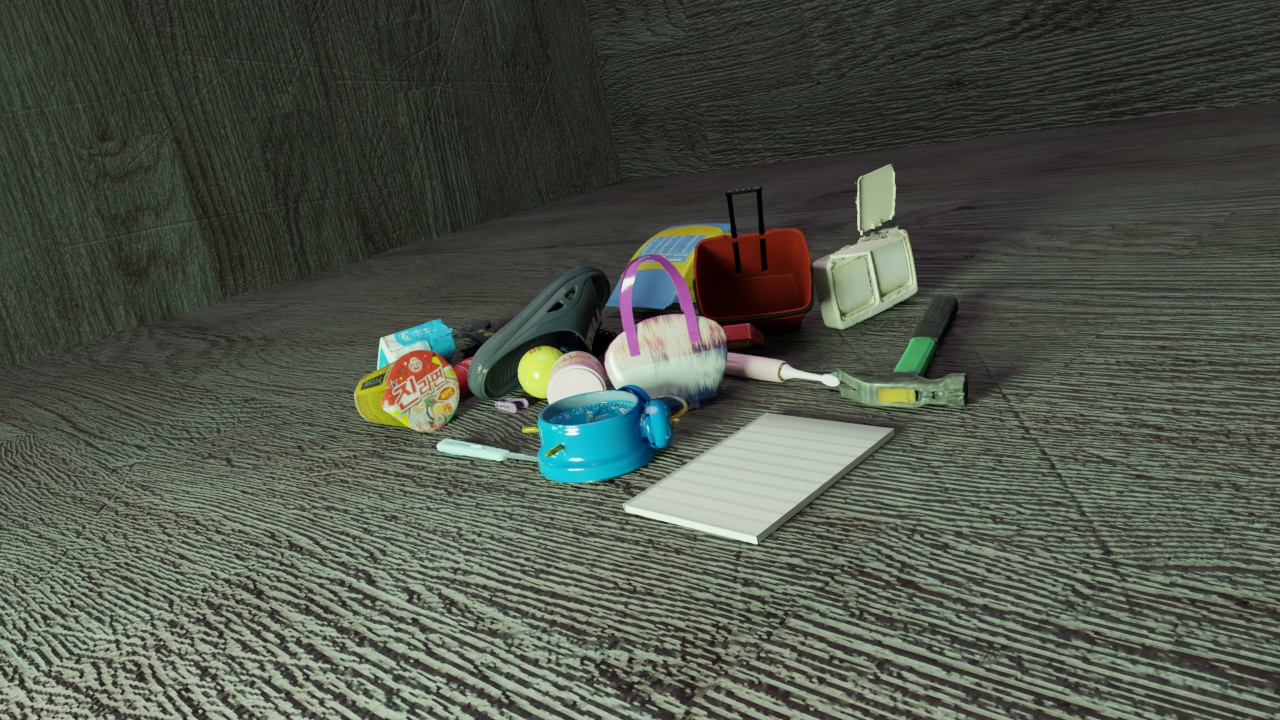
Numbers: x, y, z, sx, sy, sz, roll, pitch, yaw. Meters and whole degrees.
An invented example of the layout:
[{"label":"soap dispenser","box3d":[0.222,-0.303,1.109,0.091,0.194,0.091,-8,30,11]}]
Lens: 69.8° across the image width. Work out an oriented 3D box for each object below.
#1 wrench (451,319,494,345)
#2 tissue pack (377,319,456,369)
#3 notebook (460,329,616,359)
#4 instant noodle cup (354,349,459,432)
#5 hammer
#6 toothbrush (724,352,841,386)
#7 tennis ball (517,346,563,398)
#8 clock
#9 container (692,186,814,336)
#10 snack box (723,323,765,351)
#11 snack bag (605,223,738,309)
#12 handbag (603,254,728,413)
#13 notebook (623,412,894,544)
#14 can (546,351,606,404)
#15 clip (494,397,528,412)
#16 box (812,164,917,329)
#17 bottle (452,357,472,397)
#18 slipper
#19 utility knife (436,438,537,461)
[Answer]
[{"label":"wrench","box3d":[-0.239,-0.035,1.422,0.073,0.022,0.274,-15,15,-23]},{"label":"tissue pack","box3d":[-0.313,0.002,1.259,0.092,0.061,0.145,-22,-19,-30]},{"label":"notebook","box3d":[-0.153,-0.021,1.377,0.168,0.019,0.232,-21,18,-25]},{"label":"instant noodle cup","box3d":[-0.298,0.042,1.148,0.113,0.100,0.100,-9,13,46]},{"label":"hammer","box3d":[0.307,-0.017,1.002,0.130,0.032,0.317,-4,17,28]},{"label":"toothbrush","box3d":[0.141,0.010,1.040,0.026,0.027,0.223,-30,24,-32]},{"label":"tennis ball","box3d":[-0.120,0.015,1.142,0.065,0.065,0.065,-11,16,3]},{"label":"clock","box3d":[-0.030,0.067,0.903,0.161,0.060,0.117,-17,16,-20]},{"label":"container","box3d":[0.138,-0.107,1.131,0.148,0.127,0.201,-6,-20,7]},{"label":"snack box","box3d":[0.082,-0.024,1.146,0.133,0.021,0.089,-7,-8,19]},{"label":"snack bag","box3d":[0.053,-0.139,1.506,0.159,0.102,0.204,7,37,48]},{"label":"handbag","box3d":[0.021,-0.031,1.003,0.144,0.170,0.068,-13,16,-3]},{"label":"notebook","box3d":[0.106,0.095,0.802,0.143,0.009,0.209,5,23,44]},{"label":"can","box3d":[-0.072,0.029,1.052,0.067,0.067,0.076,-12,15,0]},{"label":"clip","box3d":[-0.159,0.054,1.134,0.036,0.013,0.052,-21,15,-33]},{"label":"box","box3d":[0.298,-0.131,1.150,0.144,0.187,0.101,-27,36,-22]},{"label":"bottle","box3d":[-0.238,0.023,1.242,0.042,0.042,0.141,-4,18,25]},{"label":"slipper","box3d":[-0.112,-0.032,1.219,0.083,0.111,0.267,30,51,24]},{"label":"utility knife","box3d":[-0.161,0.100,0.981,0.159,0.015,0.022,5,21,37]}]
